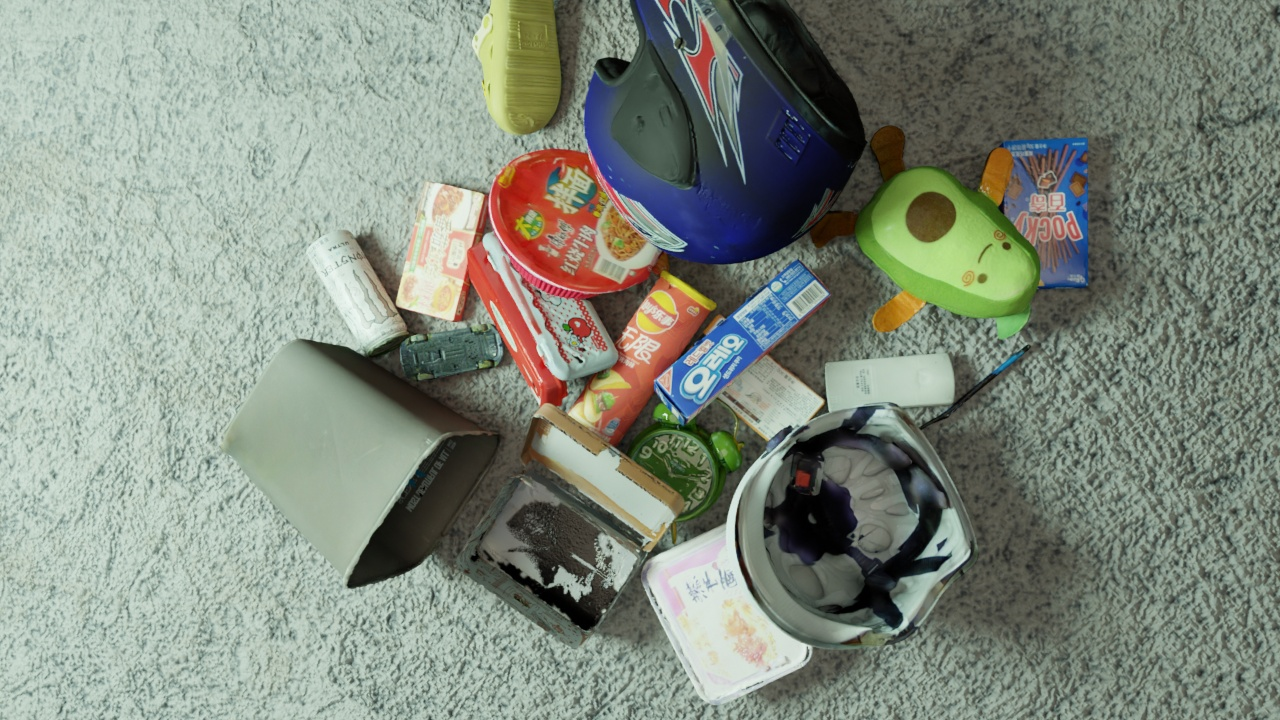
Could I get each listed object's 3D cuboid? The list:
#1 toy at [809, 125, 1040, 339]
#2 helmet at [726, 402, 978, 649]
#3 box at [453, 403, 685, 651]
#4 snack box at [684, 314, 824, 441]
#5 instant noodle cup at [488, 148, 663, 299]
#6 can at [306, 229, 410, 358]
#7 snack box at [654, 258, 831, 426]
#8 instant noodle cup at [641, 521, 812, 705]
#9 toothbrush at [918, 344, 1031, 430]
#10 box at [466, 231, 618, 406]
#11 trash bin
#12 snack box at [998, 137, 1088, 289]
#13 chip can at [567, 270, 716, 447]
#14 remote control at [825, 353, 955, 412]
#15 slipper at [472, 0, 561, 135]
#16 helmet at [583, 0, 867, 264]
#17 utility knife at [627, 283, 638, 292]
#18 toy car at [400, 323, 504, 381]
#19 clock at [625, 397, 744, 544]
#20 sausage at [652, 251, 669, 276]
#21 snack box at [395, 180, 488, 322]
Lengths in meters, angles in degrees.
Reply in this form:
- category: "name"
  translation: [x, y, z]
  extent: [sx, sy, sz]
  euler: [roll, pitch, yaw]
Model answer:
- category: "toy"
  translation: [0.307, -0.128, 0.953]
  extent: [0.247, 0.090, 0.227]
  euler: [37, 98, 18]
- category: "helmet"
  translation: [0.191, 0.171, 0.936]
  extent: [0.258, 0.146, 0.229]
  euler: [-32, 87, -19]
- category: "box"
  translation: [-0.072, 0.176, 0.998]
  extent: [0.179, 0.130, 0.273]
  euler: [34, 121, 7]
- category: "snack box"
  translation: [0.122, 0.025, 1.020]
  extent: [0.154, 0.026, 0.075]
  euler: [40, 96, 6]
- category: "instant noodle cup"
  translation: [-0.074, -0.136, 0.993]
  extent: [0.193, 0.066, 0.193]
  euler: [11, 56, -16]
- category: "can"
  translation: [-0.330, -0.078, 1.072]
  extent: [0.058, 0.058, 0.146]
  euler: [-32, 86, 8]
- category: "snack box"
  translation: [0.106, -0.019, 0.975]
  extent: [0.207, 0.058, 0.057]
  euler: [-41, 82, -7]
- category: "instant noodle cup"
  translation: [0.095, 0.272, 1.011]
  extent: [0.138, 0.060, 0.173]
  euler: [-28, 85, 8]
- category: "toothbrush"
  translation: [0.347, 0.046, 0.992]
  extent: [0.189, 0.014, 0.016]
  euler: [-40, 86, 6]
- category: "box"
  translation: [-0.107, -0.056, 1.017]
  extent: [0.101, 0.095, 0.201]
  euler: [-25, 70, -16]
- category: "trash bin"
  translation: [-0.309, 0.102, 1.014]
  extent: [0.220, 0.198, 0.199]
  euler: [34, 94, 14]
- category: "snack box"
  translation: [0.425, -0.154, 0.970]
  extent: [0.084, 0.026, 0.157]
  euler: [-1, 91, 9]
- category: "chip can"
  translation: [-0.006, 0.006, 1.017]
  extent: [0.073, 0.073, 0.217]
  euler: [36, 96, 7]
- category: "remote control"
  translation: [0.270, 0.025, 0.996]
  extent: [0.135, 0.019, 0.056]
  euler: [-5, 77, 9]
- category: "slipper"
  translation: [-0.143, -0.352, 1.037]
  extent: [0.082, 0.091, 0.190]
  euler: [13, 105, 48]
- category: "helmet"
  translation: [0.060, -0.245, 0.923]
  extent: [0.241, 0.246, 0.315]
  euler: [-35, 78, 29]
- category: "utility knife"
  translation: [-0.085, -0.134, 1.059]
  extent: [0.195, 0.020, 0.031]
  euler: [28, 89, 12]
- category: "toy car"
  translation: [-0.219, -0.009, 1.068]
  extent: [0.120, 0.037, 0.054]
  euler: [-11, 88, -1]
- category: "clock"
  translation: [0.046, 0.111, 1.018]
  extent: [0.116, 0.056, 0.161]
  euler: [34, 95, 6]
- category: "sausage"
  translation: [0.010, -0.172, 1.037]
  extent: [0.021, 0.021, 0.165]
  euler: [-11, 89, 9]
- category: "snack box"
  translation: [-0.230, -0.127, 1.073]
  extent: [0.075, 0.025, 0.153]
  euler: [15, 93, 9]
